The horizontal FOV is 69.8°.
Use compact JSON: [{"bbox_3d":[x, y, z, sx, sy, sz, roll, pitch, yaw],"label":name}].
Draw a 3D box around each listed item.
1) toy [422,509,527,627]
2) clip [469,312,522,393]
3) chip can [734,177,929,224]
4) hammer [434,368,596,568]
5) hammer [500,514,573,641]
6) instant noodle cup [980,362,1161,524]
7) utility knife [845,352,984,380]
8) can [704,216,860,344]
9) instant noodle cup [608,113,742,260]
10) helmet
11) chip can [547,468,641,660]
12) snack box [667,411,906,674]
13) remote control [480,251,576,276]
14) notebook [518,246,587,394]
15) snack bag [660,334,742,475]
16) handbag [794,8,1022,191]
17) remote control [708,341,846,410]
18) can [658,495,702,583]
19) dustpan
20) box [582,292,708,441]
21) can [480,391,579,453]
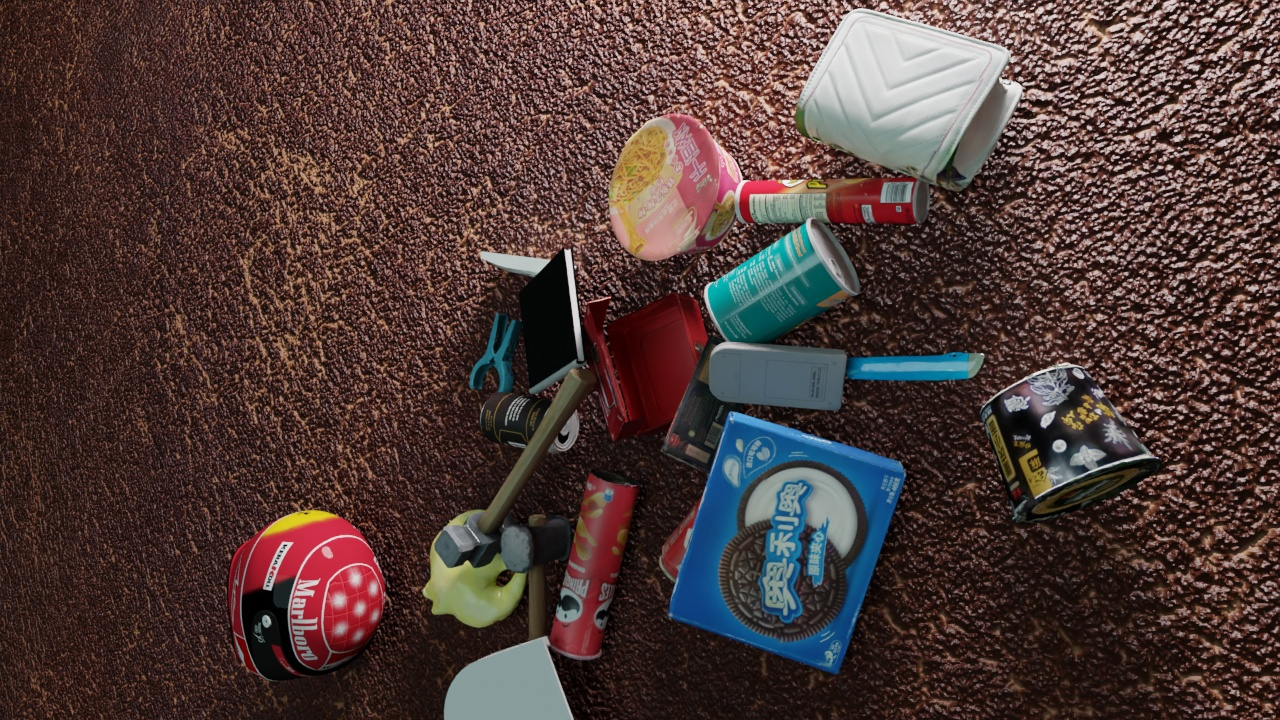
[{"bbox_3d":[-0.240,0.299,1.302,0.155,0.064,0.170,-38,64,5],"label":"toy"},{"bbox_3d":[-0.221,-0.005,1.338,0.121,0.031,0.130,-3,85,38],"label":"clip"},{"bbox_3d":[0.214,-0.181,1.043,0.215,0.051,0.052,6,89,34],"label":"chip can"},{"bbox_3d":[-0.149,0.140,1.176,0.051,0.117,0.324,46,117,26],"label":"hammer"},{"bbox_3d":[-0.137,0.368,1.222,0.052,0.097,0.328,3,94,36],"label":"hammer"},{"bbox_3d":[0.392,0.076,0.863,0.138,0.137,0.112,-34,59,27],"label":"instant noodle cup"},{"bbox_3d":[0.263,0.006,1.017,0.225,0.015,0.031,0,85,31],"label":"utility knife"},{"bbox_3d":[0.160,-0.082,1.042,0.144,0.099,0.099,-32,69,28],"label":"can"},{"bbox_3d":[0.050,-0.204,1.129,0.179,0.077,0.178,-7,80,43],"label":"instant noodle cup"},{"bbox_3d":[-0.498,0.366,1.392,0.225,0.197,0.271,5,97,34],"label":"helmet"},{"bbox_3d":[-0.059,0.260,1.179,0.073,0.073,0.233,16,94,34],"label":"chip can"},{"bbox_3d":[0.156,0.196,1.003,0.195,0.056,0.239,17,97,6],"label":"snack box"},{"bbox_3d":[-0.157,-0.131,1.289,0.143,0.049,0.024,11,91,34],"label":"remote control"},{"bbox_3d":[-0.120,-0.046,1.213,0.207,0.016,0.149,152,113,-64],"label":"notebook"},{"bbox_3d":[0.084,0.052,1.076,0.018,0.074,0.155,0,64,65],"label":"snack bag"},{"bbox_3d":[0.281,-0.271,0.973,0.198,0.096,0.142,33,96,33],"label":"handbag"},{"bbox_3d":[0.153,0.016,1.036,0.151,0.019,0.074,4,122,9],"label":"remote control"},{"bbox_3d":[0.091,0.191,1.086,0.067,0.067,0.170,45,110,28],"label":"can"},{"bbox_3d":[-0.158,0.478,1.212,0.259,0.053,0.191,-30,77,37],"label":"dustpan"},{"bbox_3d":[0.016,0.005,1.140,0.147,0.156,0.157,128,127,-69],"label":"box"},{"bbox_3d":[-0.153,0.085,1.256,0.129,0.071,0.072,7,90,34],"label":"can"}]
